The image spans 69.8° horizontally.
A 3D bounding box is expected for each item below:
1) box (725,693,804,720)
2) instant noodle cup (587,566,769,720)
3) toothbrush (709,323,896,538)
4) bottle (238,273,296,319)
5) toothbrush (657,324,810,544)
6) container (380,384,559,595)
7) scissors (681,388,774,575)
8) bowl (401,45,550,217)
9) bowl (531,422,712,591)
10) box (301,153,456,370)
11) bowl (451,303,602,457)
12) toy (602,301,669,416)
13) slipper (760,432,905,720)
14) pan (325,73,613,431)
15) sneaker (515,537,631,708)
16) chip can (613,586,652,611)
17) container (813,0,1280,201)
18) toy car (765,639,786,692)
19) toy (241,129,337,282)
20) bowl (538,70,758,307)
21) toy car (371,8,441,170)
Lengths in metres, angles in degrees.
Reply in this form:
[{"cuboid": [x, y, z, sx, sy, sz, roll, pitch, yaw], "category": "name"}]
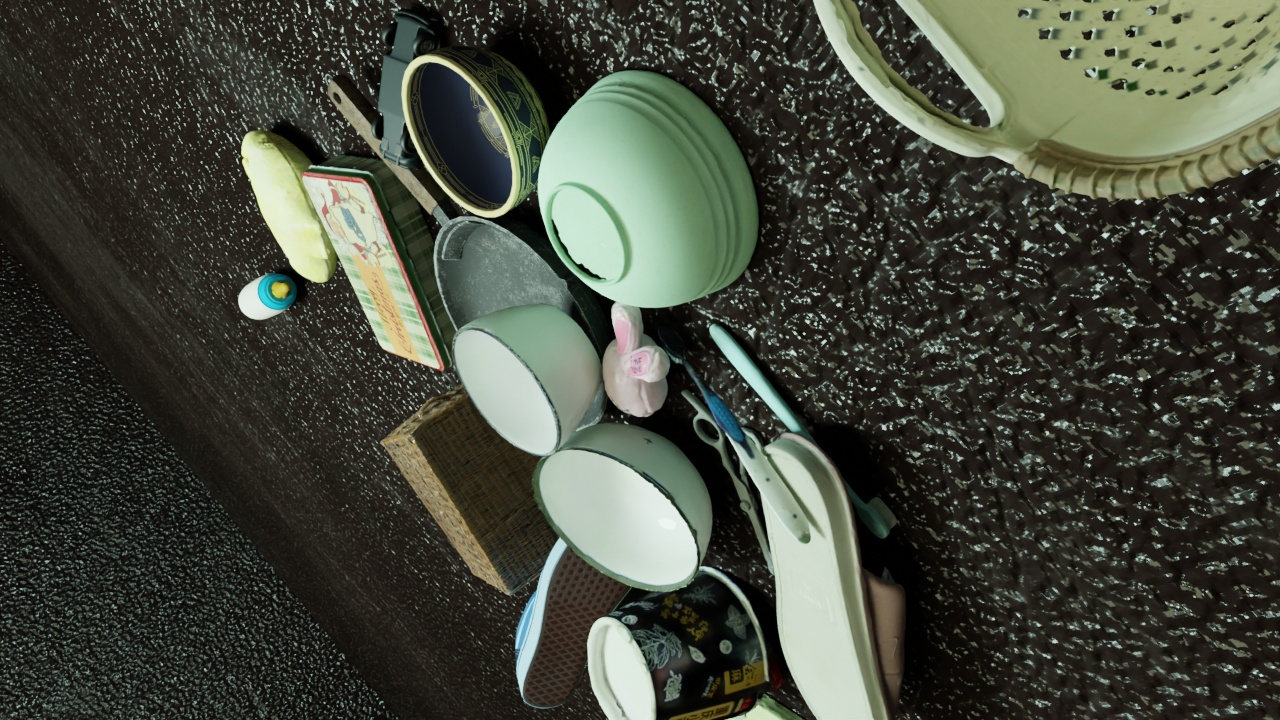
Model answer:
[{"cuboid": [0.121, 0.379, 0.904, 0.188, 0.043, 0.141, 24, 141, 35], "category": "box"}, {"cuboid": [0.026, 0.259, 0.792, 0.137, 0.112, 0.137, 22, 117, 53], "category": "instant noodle cup"}, {"cuboid": [0.107, 0.044, 0.613, 0.180, 0.016, 0.016, 50, 149, 5], "category": "toothbrush"}, {"cuboid": [-0.463, -0.083, 1.151, 0.146, 0.051, 0.051, -8, 116, 53], "category": "bottle"}, {"cuboid": [0.060, 0.046, 0.619, 0.189, 0.016, 0.017, 57, 165, 30], "category": "toothbrush"}, {"cuboid": [-0.155, 0.121, 0.918, 0.113, 0.113, 0.198, -9, 114, 57], "category": "container"}, {"cuboid": [0.072, 0.097, 0.708, 0.095, 0.014, 0.171, 24, 135, 33], "category": "scissors"}, {"cuboid": [-0.101, -0.161, 0.620, 0.112, 0.061, 0.113, 32, 143, 28], "category": "bowl"}, {"cuboid": [-0.005, 0.109, 0.746, 0.153, 0.072, 0.154, 21, 135, 22], "category": "bowl"}, {"cuboid": [-0.236, -0.092, 0.869, 0.118, 0.049, 0.206, 19, 137, 41], "category": "box"}, {"cuboid": [-0.080, 0.008, 0.693, 0.116, 0.065, 0.116, 31, 142, 27], "category": "bowl"}, {"cuboid": [-0.004, 0.004, 0.663, 0.110, 0.047, 0.063, 97, 154, -62], "category": "toy"}, {"cuboid": [0.139, 0.167, 0.644, 0.114, 0.054, 0.275, 32, 141, 55], "category": "slipper"}, {"cuboid": [-0.138, -0.095, 0.755, 0.357, 0.040, 0.208, 54, 148, -2], "category": "pan"}, {"cuboid": [-0.067, 0.210, 0.880, 0.242, 0.083, 0.098, -66, 23, 20], "category": "sneaker"}, {"cuboid": [-0.002, 0.334, 0.979, 0.073, 0.073, 0.233, 24, 138, 36], "category": "chip can"}, {"cuboid": [0.162, -0.167, 0.218, 0.184, 0.142, 0.247, 50, 148, 1], "category": "container"}, {"cuboid": [0.092, 0.271, 0.838, 0.091, 0.036, 0.042, 17, 134, 50], "category": "toy car"}, {"cuboid": [-0.354, -0.151, 0.940, 0.155, 0.064, 0.171, 33, 143, 36], "category": "toy"}, {"cuboid": [-0.009, -0.092, 0.563, 0.151, 0.076, 0.151, 31, 142, 29], "category": "bowl"}, {"cuboid": [-0.169, -0.198, 0.676, 0.046, 0.034, 0.112, 28, 116, 30], "category": "toy car"}]
